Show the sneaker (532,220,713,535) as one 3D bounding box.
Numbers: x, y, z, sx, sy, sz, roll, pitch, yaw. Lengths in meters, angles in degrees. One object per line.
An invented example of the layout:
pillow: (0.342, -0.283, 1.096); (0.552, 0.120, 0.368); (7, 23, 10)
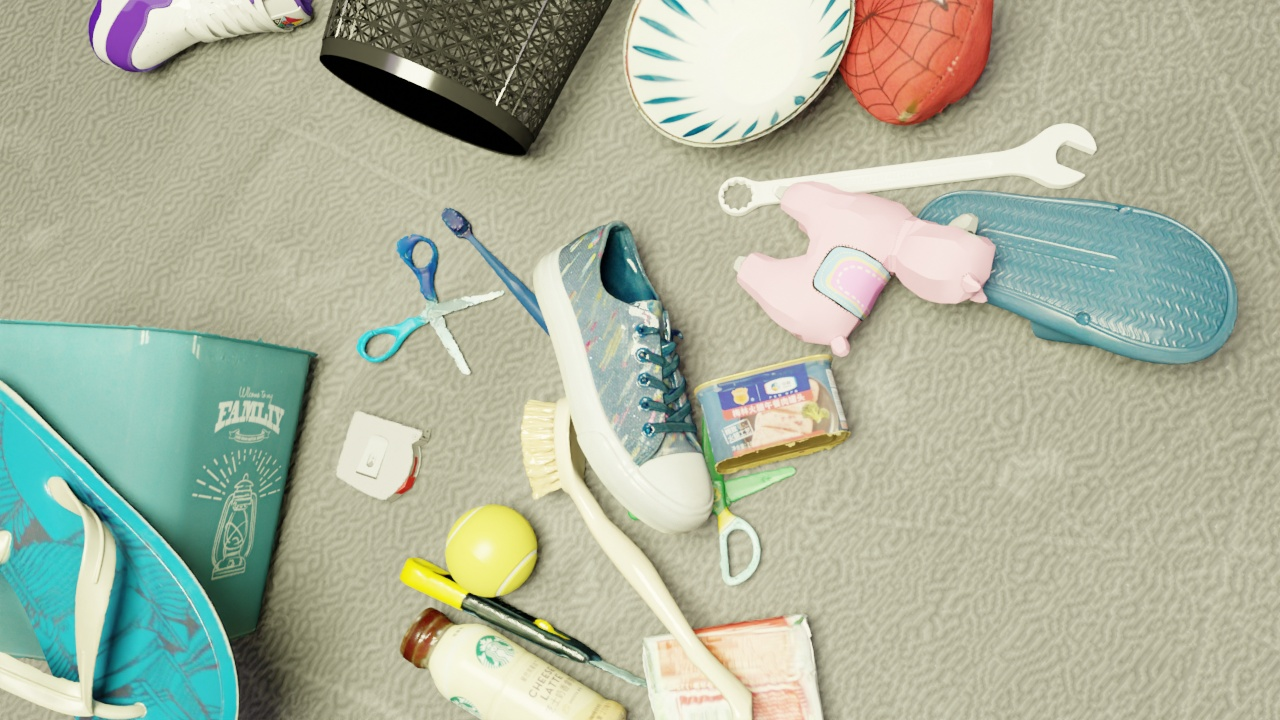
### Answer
sneaker: (-0.004, 0.004, 0.638); (0.079, 0.087, 0.235); (-40, 63, 34)

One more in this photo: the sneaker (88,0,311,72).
sneaker: (-0.346, -0.314, 0.786); (0.244, 0.092, 0.111); (-42, 84, 0)

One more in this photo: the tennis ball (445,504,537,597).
tennis ball: (-0.107, 0.136, 0.658); (0.065, 0.065, 0.065); (-2, 78, 10)

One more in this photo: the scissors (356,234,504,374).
scissors: (-0.171, -0.045, 0.733); (0.127, 0.014, 0.133); (-13, 76, 7)

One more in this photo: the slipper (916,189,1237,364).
slipper: (0.290, -0.062, 0.630); (0.214, 0.059, 0.103); (24, 80, 28)

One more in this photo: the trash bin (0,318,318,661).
trash bin: (-0.365, 0.089, 0.660); (0.199, 0.196, 0.218); (3, 86, 11)

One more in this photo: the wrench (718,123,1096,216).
wrench: (0.195, -0.138, 0.686); (0.273, 0.009, 0.047); (-6, 78, 9)

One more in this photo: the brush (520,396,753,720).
brush: (-0.005, 0.133, 0.629); (0.077, 0.062, 0.272); (-38, 67, 7)

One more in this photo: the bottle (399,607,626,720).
bottle: (-0.092, 0.229, 0.641); (0.162, 0.056, 0.056); (26, 84, 14)

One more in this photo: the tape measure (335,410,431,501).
tape measure: (-0.201, 0.074, 0.711); (0.060, 0.020, 0.062); (15, 82, 13)

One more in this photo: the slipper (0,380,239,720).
slipper: (-0.343, 0.129, 0.539); (0.118, 0.060, 0.295); (-40, 86, 3)

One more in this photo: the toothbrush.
toothbrush: (-0.095, -0.055, 0.719); (0.016, 0.017, 0.190); (-44, 75, 0)

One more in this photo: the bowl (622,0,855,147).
bowl: (0.080, -0.233, 0.686); (0.178, 0.070, 0.177); (-5, 79, 27)

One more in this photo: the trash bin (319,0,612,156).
trash bin: (-0.114, -0.300, 0.682); (0.217, 0.217, 0.243); (22, 90, 14)

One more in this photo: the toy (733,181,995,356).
toy: (0.153, -0.062, 0.631); (0.157, 0.067, 0.123); (30, 94, 30)

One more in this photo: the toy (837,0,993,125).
toy: (0.194, -0.270, 0.658); (0.098, 0.148, 0.216); (4, 76, -18)

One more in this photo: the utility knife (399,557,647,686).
utility knife: (-0.084, 0.192, 0.664); (0.203, 0.028, 0.020); (23, 89, 12)

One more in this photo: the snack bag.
snack bag: (0.063, 0.219, 0.625); (0.116, 0.036, 0.077); (-11, 76, 8)

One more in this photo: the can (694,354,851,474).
can: (0.093, 0.038, 0.643); (0.100, 0.054, 0.059); (-15, 73, 4)

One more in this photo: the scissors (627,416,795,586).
scissors: (0.053, 0.102, 0.663); (0.125, 0.011, 0.131); (-17, 74, 5)
